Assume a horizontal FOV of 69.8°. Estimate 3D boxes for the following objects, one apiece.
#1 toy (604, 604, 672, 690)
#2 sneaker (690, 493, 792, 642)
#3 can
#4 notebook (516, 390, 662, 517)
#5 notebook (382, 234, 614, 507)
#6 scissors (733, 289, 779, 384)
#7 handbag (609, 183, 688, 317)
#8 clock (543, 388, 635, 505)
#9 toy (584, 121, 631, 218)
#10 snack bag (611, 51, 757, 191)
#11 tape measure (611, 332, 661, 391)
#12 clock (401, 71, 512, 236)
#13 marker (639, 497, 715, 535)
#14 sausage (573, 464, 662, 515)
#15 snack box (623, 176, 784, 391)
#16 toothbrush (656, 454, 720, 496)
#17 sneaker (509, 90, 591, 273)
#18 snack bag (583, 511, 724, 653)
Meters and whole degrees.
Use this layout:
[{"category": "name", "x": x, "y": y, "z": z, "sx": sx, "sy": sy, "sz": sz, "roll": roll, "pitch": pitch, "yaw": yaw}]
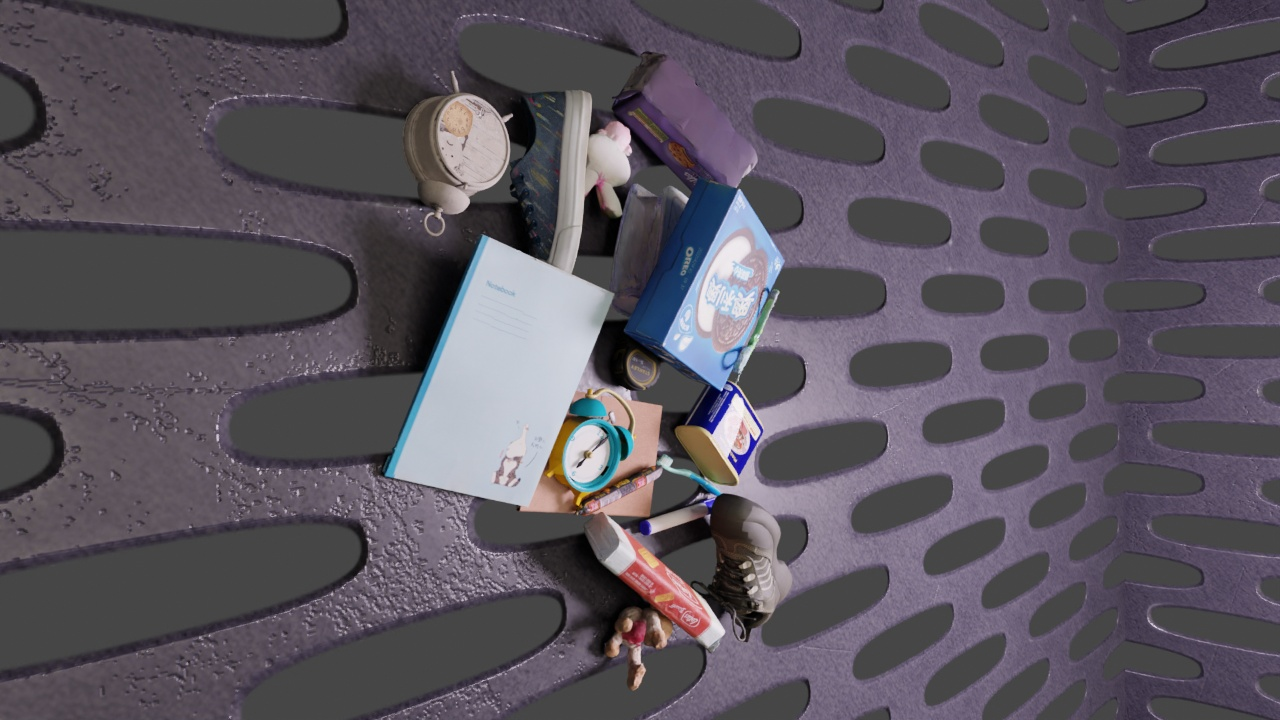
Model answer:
[{"category": "toy", "x": 0.004, "y": 0.336, "z": 1.116, "sx": 0.105, "sy": 0.074, "sz": 0.085, "roll": -26, "pitch": 135, "yaw": -65}, {"category": "sneaker", "x": 0.120, "y": 0.285, "z": 1.202, "sx": 0.142, "sy": 0.101, "sz": 0.238, "roll": -55, "pitch": 140, "yaw": -31}, {"category": "can", "x": 0.108, "y": 0.094, "z": 1.220, "sx": 0.092, "sy": 0.057, "sz": 0.116, "roll": -56, "pitch": 127, "yaw": -31}, {"category": "notebook", "x": -0.055, "y": 0.111, "z": 1.086, "sx": 0.208, "sy": 0.008, "sz": 0.141, "roll": 12, "pitch": 82, "yaw": -45}, {"category": "notebook", "x": -0.139, "y": 0.019, "z": 0.942, "sx": 0.181, "sy": 0.009, "sz": 0.253, "roll": 21, "pitch": 92, "yaw": -41}, {"category": "scissors", "x": 0.146, "y": -0.021, "z": 1.220, "sx": 0.171, "sy": 0.023, "sz": 0.172, "roll": -62, "pitch": 171, "yaw": -50}, {"category": "handbag", "x": 0.019, "y": -0.124, "z": 1.120, "sx": 0.126, "sy": 0.069, "sz": 0.158, "roll": 20, "pitch": 77, "yaw": -62}, {"category": "clock", "x": -0.055, "y": 0.095, "z": 1.049, "sx": 0.099, "sy": 0.044, "sz": 0.129, "roll": 50, "pitch": 65, "yaw": -35}, {"category": "toy", "x": -0.043, "y": -0.226, "z": 1.071, "sx": 0.079, "sy": 0.038, "sz": 0.122, "roll": 30, "pitch": 70, "yaw": -29}, {"category": "snack bag", "x": 0.062, "y": -0.285, "z": 1.137, "sx": 0.205, "sy": 0.059, "sz": 0.096, "roll": 40, "pitch": 61, "yaw": -24}, {"category": "tape measure", "x": -0.007, "y": 0.007, "z": 1.115, "sx": 0.061, "sy": 0.034, "sz": 0.061, "roll": 27, "pitch": 68, "yaw": -33}, {"category": "clock", "x": -0.182, "y": -0.196, "z": 0.910, "sx": 0.103, "sy": 0.061, "sz": 0.156, "roll": 29, "pitch": 69, "yaw": -43}, {"category": "marker", "x": 0.053, "y": 0.202, "z": 1.193, "sx": 0.141, "sy": 0.020, "sz": 0.020, "roll": -8, "pitch": 96, "yaw": -46}, {"category": "sausage", "x": -0.024, "y": 0.155, "z": 1.096, "sx": 0.154, "sy": 0.020, "sz": 0.020, "roll": -21, "pitch": 106, "yaw": -44}, {"category": "snack box", "x": 0.084, "y": -0.082, "z": 1.103, "sx": 0.195, "sy": 0.056, "sz": 0.238, "roll": -64, "pitch": 155, "yaw": -3}, {"category": "toothbrush", "x": 0.068, "y": 0.152, "z": 1.206, "sx": 0.135, "sy": 0.022, "sz": 0.017, "roll": 32, "pitch": 92, "yaw": -40}, {"category": "sneaker", "x": -0.104, "y": -0.178, "z": 0.984, "sx": 0.079, "sy": 0.087, "sz": 0.235, "roll": 7, "pitch": 90, "yaw": -14}, {"category": "snack bag", "x": 0.019, "y": 0.268, "z": 1.107, "sx": 0.041, "sy": 0.077, "sz": 0.225, "roll": -44, "pitch": 122, "yaw": 2}]
